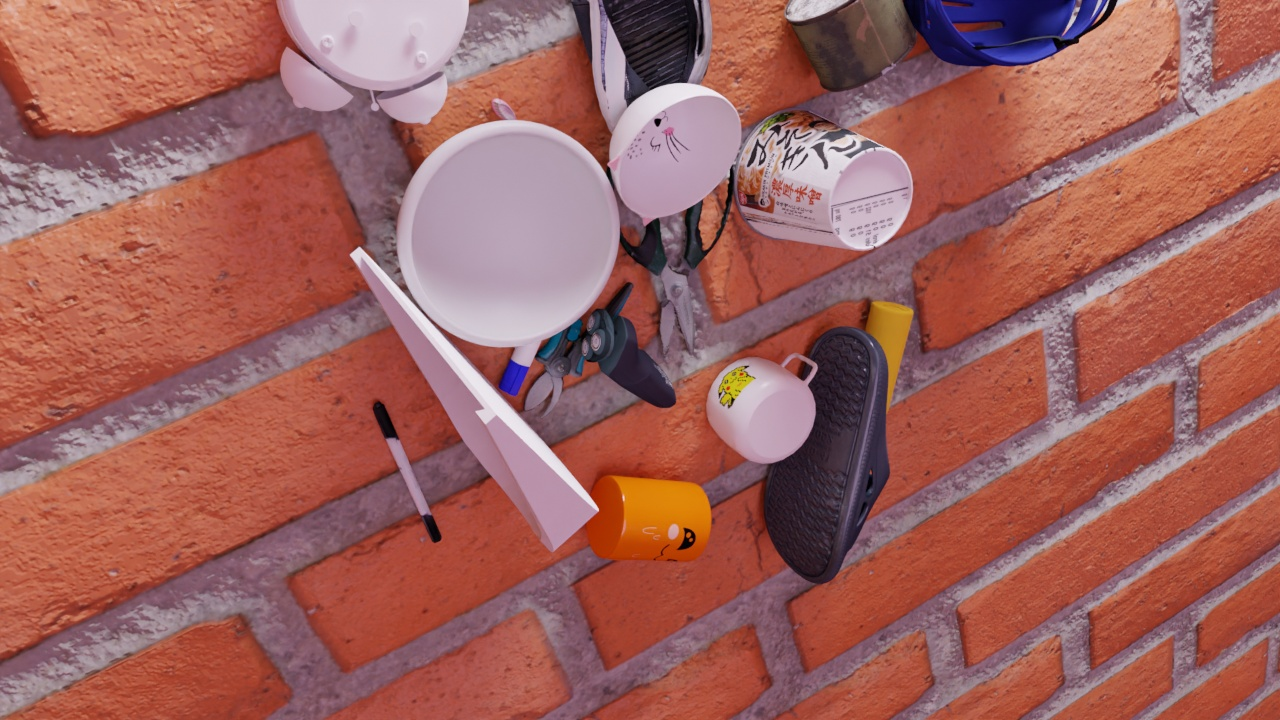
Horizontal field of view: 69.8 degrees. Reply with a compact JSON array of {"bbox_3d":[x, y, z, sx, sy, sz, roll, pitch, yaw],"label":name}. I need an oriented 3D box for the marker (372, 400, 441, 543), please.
[{"bbox_3d":[-0.202,0.099,0.799,0.011,0.011,0.152,-24,119,-16],"label":"marker"}]

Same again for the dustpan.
[{"bbox_3d":[-0.123,0.054,0.702,0.053,0.191,0.258,-41,147,-6],"label":"dustpan"}]

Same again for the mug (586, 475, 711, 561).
[{"bbox_3d":[0.000,0.164,0.895,0.095,0.077,0.113,9,137,-29],"label":"mug"}]

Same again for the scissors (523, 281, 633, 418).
[{"bbox_3d":[-0.058,-0.023,0.815,0.126,0.019,0.155,-20,119,-16],"label":"scissors"}]

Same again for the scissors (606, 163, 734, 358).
[{"bbox_3d":[0.048,-0.099,0.838,0.137,0.015,0.210,-25,119,-17],"label":"scissors"}]

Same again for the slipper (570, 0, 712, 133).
[{"bbox_3d":[-0.008,-0.291,0.695,0.111,0.063,0.264,-30,143,-13],"label":"slipper"}]

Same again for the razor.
[{"bbox_3d":[-0.005,0.005,0.828,0.052,0.047,0.143,-30,140,16],"label":"razor"}]

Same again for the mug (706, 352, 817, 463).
[{"bbox_3d":[0.126,0.041,0.901,0.115,0.068,0.094,-48,123,-1],"label":"mug"}]

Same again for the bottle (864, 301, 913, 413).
[{"bbox_3d":[0.248,0.012,0.963,0.043,0.043,0.144,0,110,-26],"label":"bottle"}]

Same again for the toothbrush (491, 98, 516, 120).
[{"bbox_3d":[-0.073,-0.164,0.751,0.021,0.016,0.135,-47,122,-1],"label":"toothbrush"}]

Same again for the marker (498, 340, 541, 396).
[{"bbox_3d":[-0.086,-0.036,0.794,0.020,0.020,0.141,19,101,-31],"label":"marker"}]

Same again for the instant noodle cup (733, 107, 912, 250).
[{"bbox_3d":[0.166,-0.153,0.808,0.123,0.122,0.124,-10,114,-23],"label":"instant noodle cup"}]

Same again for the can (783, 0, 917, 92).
[{"bbox_3d":[0.179,-0.286,0.779,0.090,0.090,0.074,-43,122,-5],"label":"can"}]

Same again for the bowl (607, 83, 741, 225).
[{"bbox_3d":[0.020,-0.178,0.745,0.114,0.050,0.115,-23,145,-18],"label":"bowl"}]

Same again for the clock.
[{"bbox_3d":[-0.182,-0.248,0.629,0.125,0.073,0.161,1,110,-26],"label":"clock"}]

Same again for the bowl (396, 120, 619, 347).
[{"bbox_3d":[-0.108,-0.103,0.728,0.176,0.066,0.177,-10,114,-22],"label":"bowl"}]

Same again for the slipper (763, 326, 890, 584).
[{"bbox_3d":[0.204,0.096,0.952,0.083,0.111,0.268,-1,106,-43],"label":"slipper"}]

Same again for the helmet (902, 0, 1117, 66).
[{"bbox_3d":[0.335,-0.323,0.760,0.241,0.228,0.148,-6,104,-27],"label":"helmet"}]
